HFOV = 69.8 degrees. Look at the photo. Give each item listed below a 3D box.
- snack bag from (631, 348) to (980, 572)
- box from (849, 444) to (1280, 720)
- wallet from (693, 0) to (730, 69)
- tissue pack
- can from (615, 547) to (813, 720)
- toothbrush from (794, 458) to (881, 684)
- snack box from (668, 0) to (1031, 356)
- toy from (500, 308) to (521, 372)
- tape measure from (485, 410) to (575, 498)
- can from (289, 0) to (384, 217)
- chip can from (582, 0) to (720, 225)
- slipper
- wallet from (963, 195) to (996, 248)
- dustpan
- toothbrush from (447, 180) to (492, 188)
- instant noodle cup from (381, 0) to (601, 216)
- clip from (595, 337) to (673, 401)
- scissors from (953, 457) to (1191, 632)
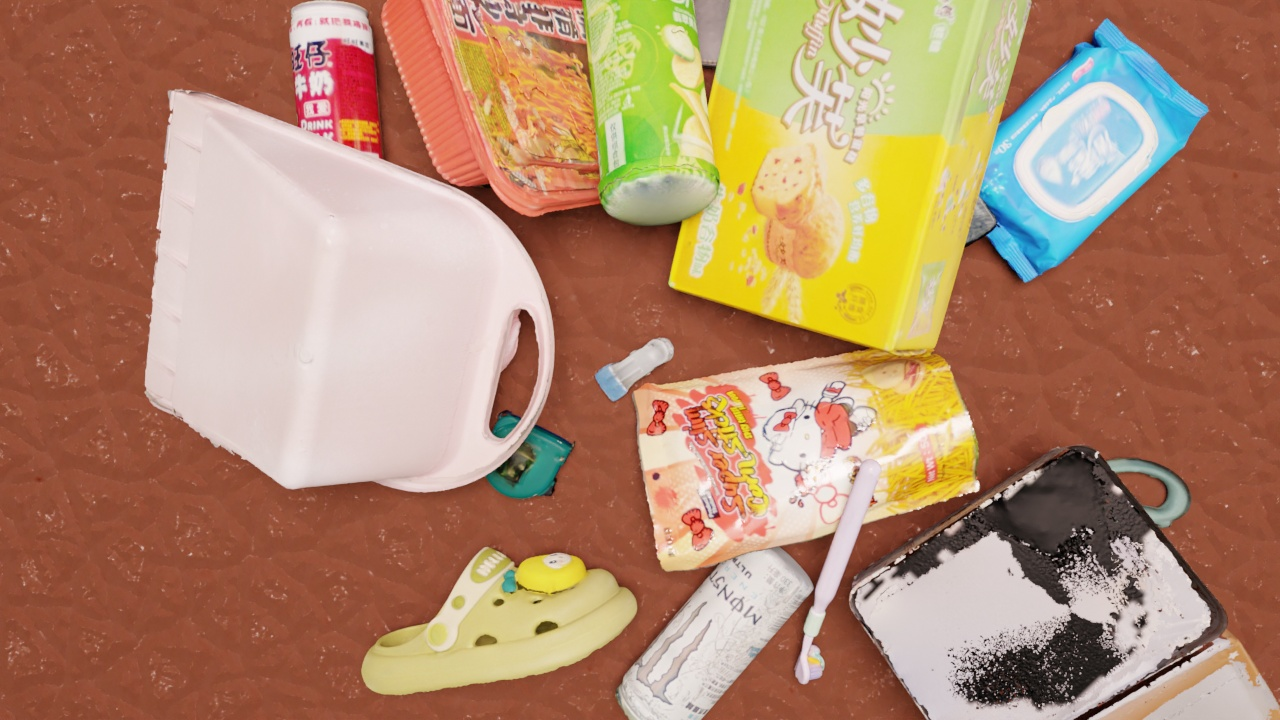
[{"bbox_3d":[0.103,0.056,0.601,0.208,0.073,0.128,-12,69,3],"label":"snack bag"},{"bbox_3d":[0.272,0.194,0.573,0.179,0.124,0.274,-37,98,11],"label":"box"},{"bbox_3d":[0.051,-0.256,0.607,0.096,0.020,0.122,8,96,7],"label":"wallet"},{"bbox_3d":[0.278,-0.135,0.588,0.157,0.052,0.095,-45,91,5],"label":"tissue pack"},{"bbox_3d":[0.050,0.187,0.620,0.058,0.058,0.147,40,95,-1],"label":"can"},{"bbox_3d":[0.125,0.138,0.585,0.021,0.029,0.189,19,125,17],"label":"toothbrush"},{"bbox_3d":[0.116,-0.123,0.543,0.158,0.069,0.210,20,104,34],"label":"snack box"},{"bbox_3d":[-0.157,-0.042,0.618,0.159,0.054,0.121,6,97,9],"label":"toy"},{"bbox_3d":[-0.081,0.068,0.634,0.058,0.025,0.054,27,94,1],"label":"tape measure"},{"bbox_3d":[-0.199,-0.163,0.607,0.053,0.053,0.133,-4,94,3],"label":"can"},{"bbox_3d":[0.001,-0.191,0.551,0.072,0.072,0.221,-6,77,3],"label":"chip can"},{"bbox_3d":[-0.100,0.168,0.612,0.191,0.091,0.081,-15,91,7],"label":"slipper"},{"bbox_3d":[0.156,-0.109,0.593,0.097,0.019,0.121,-34,94,32],"label":"wallet"},{"bbox_3d":[-0.195,-0.028,0.598,0.273,0.138,0.223,32,114,35],"label":"dustpan"},{"bbox_3d":[-0.040,-0.114,0.622,0.186,0.017,0.012,6,131,2],"label":"toothbrush"},{"bbox_3d":[-0.078,-0.175,0.561,0.079,0.164,0.189,-19,92,34],"label":"instant noodle cup"},{"bbox_3d":[-0.003,0.004,0.631,0.057,0.029,0.025,-35,90,14],"label":"clip"},{"bbox_3d":[0.302,0.152,0.626,0.172,0.019,0.179,-20,94,3],"label":"scissors"}]
